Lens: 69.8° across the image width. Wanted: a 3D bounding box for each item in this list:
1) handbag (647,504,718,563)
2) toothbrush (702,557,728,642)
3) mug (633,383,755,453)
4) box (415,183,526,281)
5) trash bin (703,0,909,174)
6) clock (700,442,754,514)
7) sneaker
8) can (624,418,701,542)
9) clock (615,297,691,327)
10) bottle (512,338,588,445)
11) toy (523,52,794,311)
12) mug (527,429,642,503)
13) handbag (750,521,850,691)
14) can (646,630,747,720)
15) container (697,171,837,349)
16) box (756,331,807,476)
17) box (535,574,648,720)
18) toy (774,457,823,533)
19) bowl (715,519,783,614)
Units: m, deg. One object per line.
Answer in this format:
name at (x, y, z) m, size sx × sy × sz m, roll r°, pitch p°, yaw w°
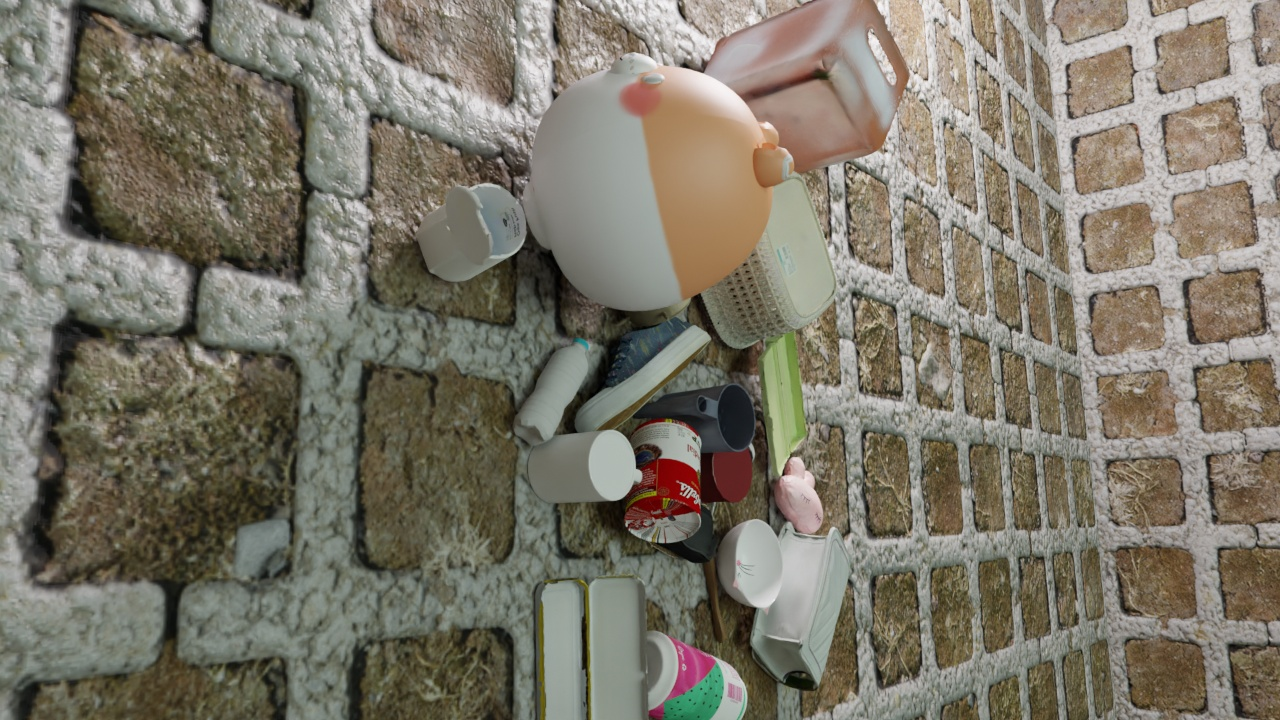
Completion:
handbag at (0.053, 0.200, 1.135) m, size 0.128 × 0.054 × 0.079 m, roll 37°, pitch 52°, yaw -37°
toothbrush at (0.093, 0.285, 1.196) m, size 0.016 × 0.016 × 0.167 m, roll -13°, pitch 94°, yaw -50°
mug at (0.065, 0.071, 1.134) m, size 0.123 × 0.104 × 0.083 m, roll 20°, pitch 68°, yaw -47°
box at (-0.153, -0.122, 0.865) m, size 0.094 × 0.166 × 0.084 m, roll -18°, pitch 92°, yaw -39°
trash bin at (0.218, -0.370, 1.283) m, size 0.181 × 0.260 × 0.157 m, roll 48°, pitch 51°, yaw -34°
clock at (0.107, 0.133, 1.216) m, size 0.096 × 0.048 × 0.137 m, roll 48°, pitch 49°, yaw -34°
sneaker at (-0.007, 0.006, 1.087) m, size 0.079 × 0.088 × 0.234 m, roll 45°, pitch 47°, yaw 7°
can at (0.027, 0.138, 1.063) m, size 0.086 × 0.087 × 0.116 m, roll 46°, pitch 32°, yaw -35°
clock at (0.025, -0.090, 1.132) m, size 0.140 × 0.093 × 0.054 m, roll -57°, pitch 132°, yaw -47°
bottle at (-0.092, 0.030, 0.999) m, size 0.044 × 0.044 × 0.135 m, roll 52°, pitch 47°, yaw -30°
toy at (0.017, -0.193, 0.984) m, size 0.262 × 0.281 × 0.266 m, roll -89°, pitch 164°, yaw -64°
mug at (-0.051, 0.119, 0.994) m, size 0.110 × 0.091 × 0.073 m, roll 24°, pitch 65°, yaw -46°
handbag at (0.226, 0.342, 1.288) m, size 0.142 × 0.096 × 0.198 m, roll 62°, pitch 40°, yaw -42°
can at (0.049, 0.377, 1.066) m, size 0.166 × 0.088 × 0.088 m, roll 37°, pitch 56°, yaw -40°
container at (0.162, -0.145, 1.263) m, size 0.184 × 0.143 × 0.252 m, roll -34°, pitch 109°, yaw -39°
box at (0.203, 0.057, 1.332) m, size 0.138 × 0.030 × 0.187 m, roll -43°, pitch 128°, yaw -51°
box at (-0.051, 0.336, 0.975) m, size 0.128 × 0.046 × 0.209 m, roll 1°, pitch 80°, yaw -18°
toy at (0.236, 0.197, 1.362) m, size 0.108 × 0.053 × 0.104 m, roll 47°, pitch 35°, yaw -32°
bowl at (0.139, 0.271, 1.223) m, size 0.114 × 0.051 × 0.114 m, roll 17°, pitch 67°, yaw -47°
